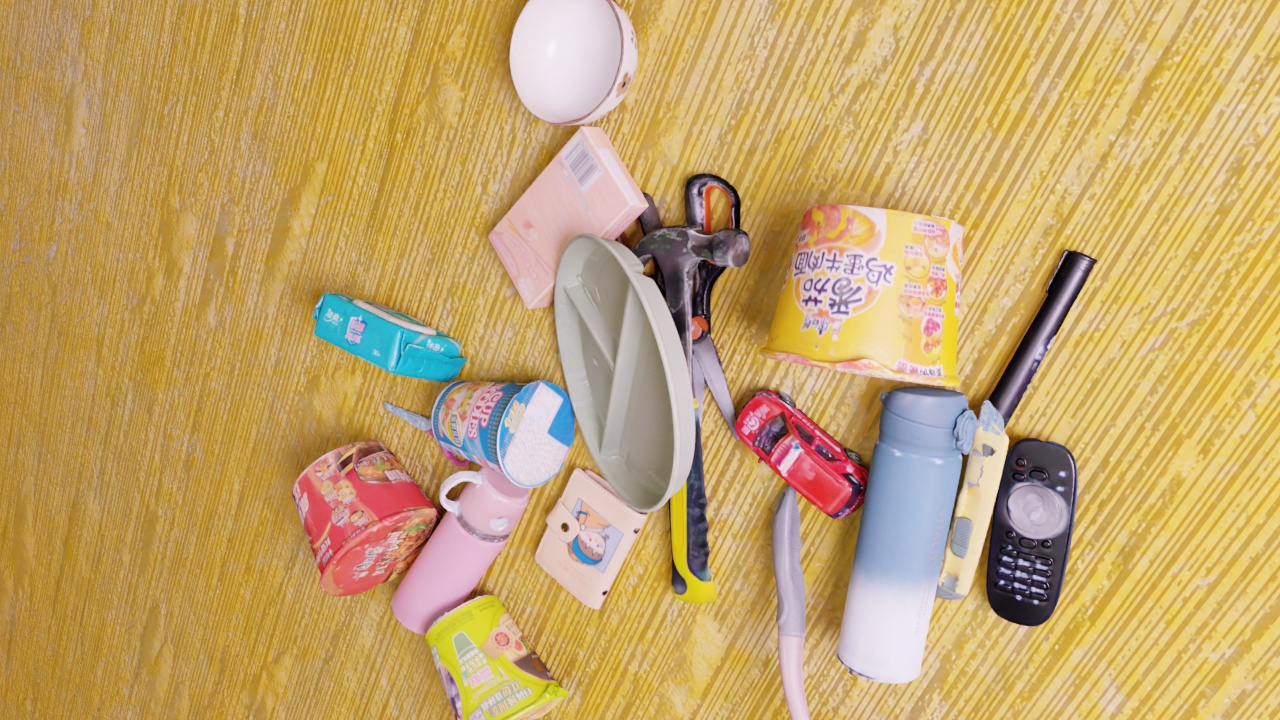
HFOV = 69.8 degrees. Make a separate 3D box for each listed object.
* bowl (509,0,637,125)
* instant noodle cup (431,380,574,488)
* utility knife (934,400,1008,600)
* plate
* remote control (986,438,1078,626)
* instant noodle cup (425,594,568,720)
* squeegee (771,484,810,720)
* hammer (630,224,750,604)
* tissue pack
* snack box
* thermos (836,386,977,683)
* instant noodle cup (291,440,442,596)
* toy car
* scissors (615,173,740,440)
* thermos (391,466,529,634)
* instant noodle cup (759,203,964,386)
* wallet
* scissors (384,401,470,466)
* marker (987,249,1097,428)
[{"bbox_3d":[-0.047,-0.252,0.766,0.114,0.062,0.113,4,99,31],"label":"bowl"},{"bbox_3d":[-0.134,0.061,0.854,0.110,0.099,0.099,8,102,37],"label":"instant noodle cup"},{"bbox_3d":[0.241,0.107,0.667,0.031,0.018,0.166,23,113,38],"label":"utility knife"},{"bbox_3d":[-0.016,0.009,0.743,0.230,0.027,0.231,47,145,48],"label":"plate"},{"bbox_3d":[0.277,0.121,0.650,0.053,0.024,0.136,12,102,34],"label":"remote control"},{"bbox_3d":[-0.148,0.300,0.894,0.112,0.111,0.123,-46,67,28],"label":"instant noodle cup"},{"bbox_3d":[0.124,0.221,0.713,0.248,0.040,0.249,130,135,-67],"label":"squeegee"},{"bbox_3d":[0.035,0.050,0.762,0.126,0.031,0.323,11,110,41],"label":"hammer"},{"bbox_3d":[-0.246,-0.022,0.903,0.133,0.093,0.050,23,93,26],"label":"tissue pack"},{"bbox_3d":[-0.068,-0.122,0.806,0.158,0.026,0.084,-40,74,38],"label":"snack box"},{"bbox_3d":[0.194,0.126,0.677,0.070,0.070,0.221,15,105,29],"label":"thermos"},{"bbox_3d":[-0.284,0.157,0.936,0.108,0.137,0.138,52,119,23],"label":"instant noodle cup"},{"bbox_3d":[0.126,0.073,0.724,0.120,0.045,0.053,42,115,21],"label":"toy car"},{"bbox_3d":[0.051,-0.047,0.762,0.190,0.021,0.229,-44,74,28],"label":"scissors"},{"bbox_3d":[-0.185,0.184,0.906,0.199,0.087,0.067,-55,35,27],"label":"thermos"},{"bbox_3d":[0.160,-0.046,0.637,0.138,0.137,0.110,12,95,29],"label":"instant noodle cup"},{"bbox_3d":[-0.050,0.164,0.857,0.087,0.024,0.115,33,114,17],"label":"wallet"},{"bbox_3d":[-0.221,0.067,0.950,0.133,0.017,0.056,21,114,31],"label":"scissors"},{"bbox_3d":[0.273,-0.014,0.635,0.022,0.020,0.132,38,115,39],"label":"marker"}]
